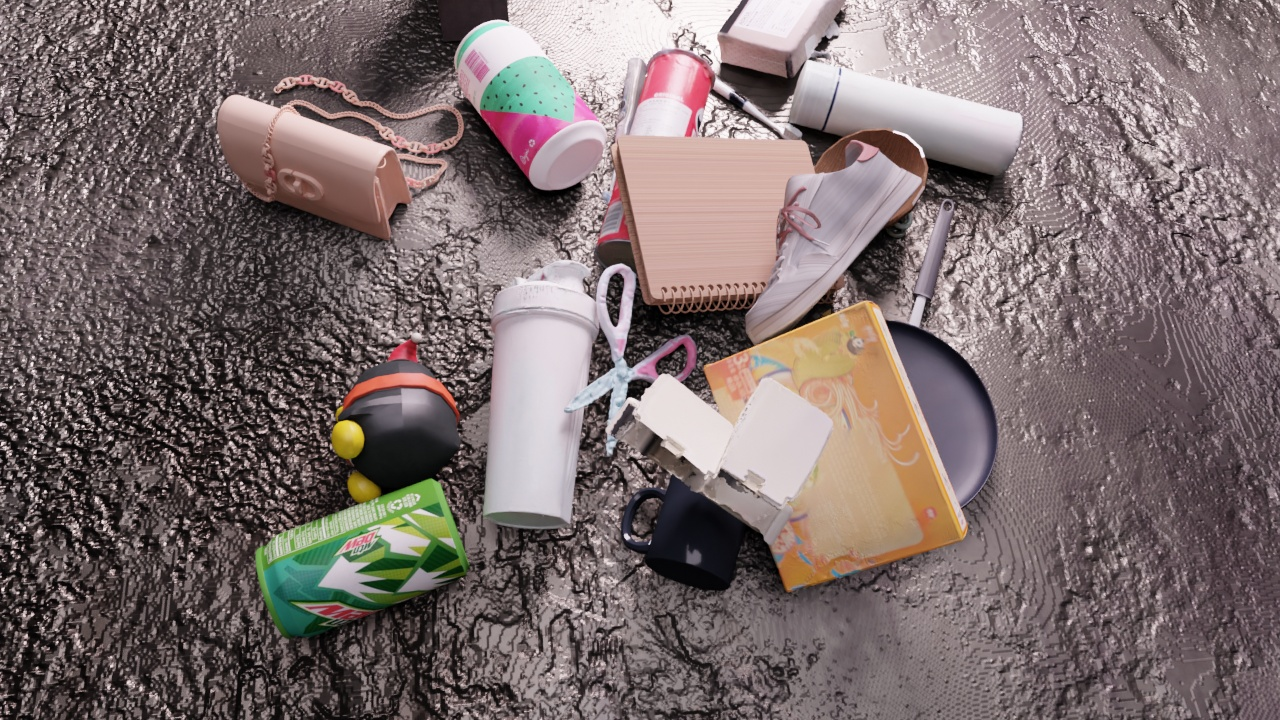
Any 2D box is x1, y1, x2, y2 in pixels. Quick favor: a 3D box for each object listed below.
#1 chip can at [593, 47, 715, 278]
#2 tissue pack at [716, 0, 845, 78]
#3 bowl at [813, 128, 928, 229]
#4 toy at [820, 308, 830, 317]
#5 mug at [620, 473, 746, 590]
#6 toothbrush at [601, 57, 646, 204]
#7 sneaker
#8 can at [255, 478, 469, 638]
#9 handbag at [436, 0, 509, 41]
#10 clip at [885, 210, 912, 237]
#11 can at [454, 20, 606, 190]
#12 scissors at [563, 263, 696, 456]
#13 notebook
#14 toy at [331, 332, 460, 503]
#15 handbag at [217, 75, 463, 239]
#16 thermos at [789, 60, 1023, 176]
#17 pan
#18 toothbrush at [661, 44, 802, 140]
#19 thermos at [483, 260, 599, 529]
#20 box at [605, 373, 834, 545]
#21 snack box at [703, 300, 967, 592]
[{"bbox_3d":[0.016,-0.193,0.900,0.073,0.073,0.232,14,66,1],"label":"chip can"},{"bbox_3d":[0.171,-0.382,1.011,0.104,0.071,0.181,22,62,22],"label":"tissue pack"},{"bbox_3d":[0.228,-0.174,0.916,0.118,0.030,0.117,-11,65,23],"label":"bowl"},{"bbox_3d":[0.194,-0.003,0.807,0.076,0.063,0.100,-33,90,-36],"label":"toy"},{"bbox_3d":[0.033,0.137,0.759,0.105,0.071,0.077,6,62,27],"label":"mug"},{"bbox_3d":[-0.016,-0.235,0.944,0.024,0.022,0.185,25,61,-29],"label":"toothbrush"},{"bbox_3d":[0.150,-0.112,0.813,0.089,0.099,0.235,42,65,5],"label":"sneaker"},{"bbox_3d":[-0.214,0.154,0.715,0.144,0.083,0.083,-20,69,-13],"label":"can"},{"bbox_3d":[-0.188,-0.473,0.956,0.072,0.176,0.195,-7,63,-8],"label":"handbag"},{"bbox_3d":[0.264,-0.162,0.932,0.023,0.047,0.076,9,68,1],"label":"clip"},{"bbox_3d":[-0.110,-0.251,0.906,0.088,0.088,0.166,-31,72,-17],"label":"can"},{"bbox_3d":[-0.017,-0.009,0.791,0.172,0.014,0.159,-32,103,-42],"label":"scissors"},{"bbox_3d":[0.086,-0.128,0.858,0.210,0.022,0.169,-5,75,-26],"label":"notebook"},{"bbox_3d":[-0.203,0.046,0.765,0.099,0.098,0.119,-10,44,-10],"label":"toy"},{"bbox_3d":[-0.290,-0.231,0.865,0.199,0.117,0.186,19,65,4],"label":"handbag"},{"bbox_3d":[0.272,-0.251,0.952,0.230,0.068,0.067,14,65,2],"label":"thermos"},{"bbox_3d":[0.252,-0.012,0.864,0.199,0.021,0.355,21,66,4],"label":"pan"},{"bbox_3d":[0.096,-0.286,0.979,0.187,0.017,0.012,38,65,12],"label":"toothbrush"},{"bbox_3d":[-0.090,0.029,0.782,0.099,0.099,0.220,5,69,-3],"label":"thermos"},{"bbox_3d":[0.062,0.049,0.630,0.143,0.194,0.101,34,88,-1],"label":"box"},{"bbox_3d":[0.157,0.069,0.746,0.145,0.080,0.195,-23,81,22],"label":"snack box"}]
